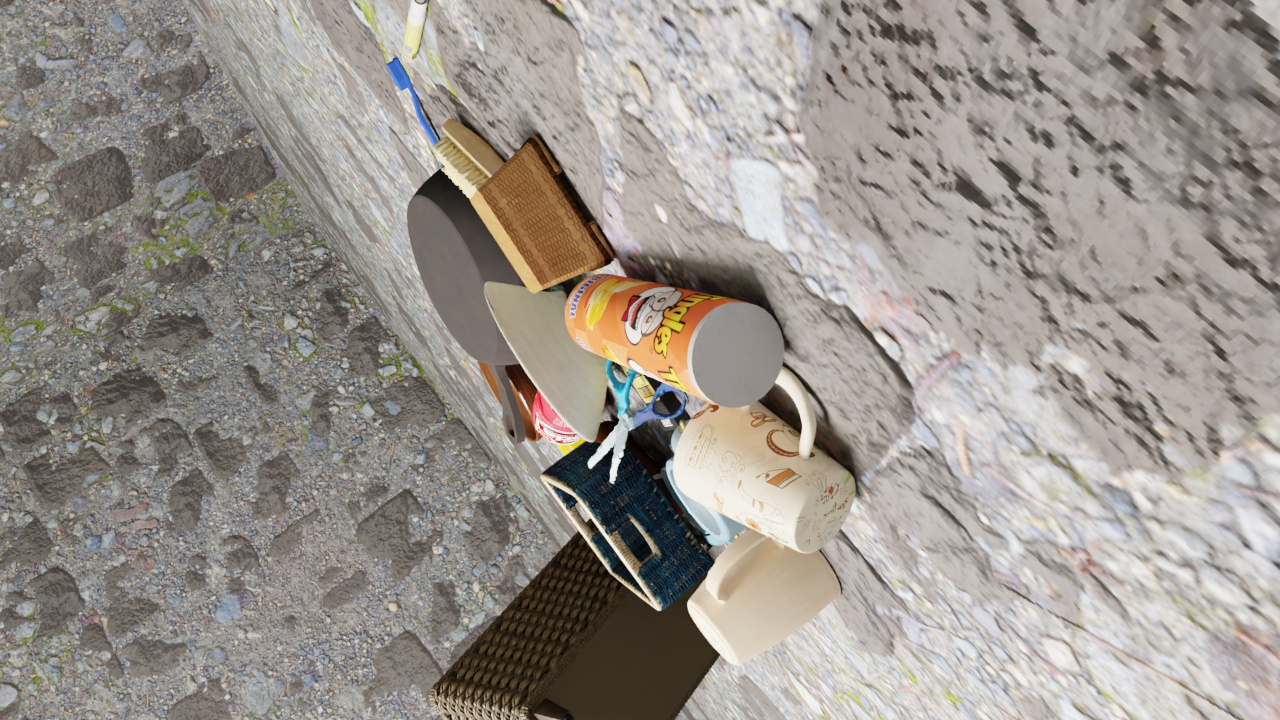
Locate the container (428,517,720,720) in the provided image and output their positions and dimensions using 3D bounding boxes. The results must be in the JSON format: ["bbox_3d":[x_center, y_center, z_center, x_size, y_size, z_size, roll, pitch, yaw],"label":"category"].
[{"bbox_3d":[-0.034,0.333,1.038,0.205,0.320,0.176,-10,117,49],"label":"container"}]

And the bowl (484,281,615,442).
[{"bbox_3d":[-0.070,-0.013,0.848,0.176,0.058,0.176,56,-176,-6],"label":"bowl"}]

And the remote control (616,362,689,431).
[{"bbox_3d":[-0.005,0.005,0.822,0.133,0.013,0.058,55,165,-2],"label":"remote control"}]

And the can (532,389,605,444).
[{"bbox_3d":[-0.084,0.052,1.047,0.074,0.074,0.143,53,165,5],"label":"can"}]

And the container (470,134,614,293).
[{"bbox_3d":[-0.080,-0.107,0.714,0.114,0.061,0.063,57,165,-9],"label":"container"}]

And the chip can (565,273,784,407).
[{"bbox_3d":[0.013,-0.020,0.619,0.062,0.062,0.210,60,164,-21],"label":"chip can"}]

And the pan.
[{"bbox_3d":[-0.183,-0.041,1.034,0.249,0.043,0.357,34,142,44],"label":"pan"}]

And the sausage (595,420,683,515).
[{"bbox_3d":[-0.004,0.120,1.020,0.155,0.040,0.040,41,160,40],"label":"sausage"}]

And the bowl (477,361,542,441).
[{"bbox_3d":[-0.146,0.025,1.181,0.147,0.068,0.147,48,158,26],"label":"bowl"}]

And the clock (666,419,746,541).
[{"bbox_3d":[0.061,0.095,0.745,0.089,0.051,0.125,47,164,31],"label":"clock"}]

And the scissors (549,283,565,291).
[{"bbox_3d":[-0.087,-0.084,0.883,0.119,0.012,0.129,59,166,-21],"label":"scissors"}]

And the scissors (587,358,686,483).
[{"bbox_3d":[-0.004,0.061,0.798,0.086,0.015,0.135,24,113,22],"label":"scissors"}]

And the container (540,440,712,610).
[{"bbox_3d":[-0.019,0.159,0.931,0.145,0.071,0.188,55,166,-9],"label":"container"}]

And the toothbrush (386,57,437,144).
[{"bbox_3d":[-0.215,-0.227,0.959,0.016,0.011,0.187,36,156,50],"label":"toothbrush"}]

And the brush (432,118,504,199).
[{"bbox_3d":[-0.145,-0.166,0.827,0.117,0.039,0.049,48,165,27],"label":"brush"}]

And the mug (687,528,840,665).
[{"bbox_3d":[0.091,0.179,0.734,0.085,0.104,0.111,38,159,44],"label":"mug"}]

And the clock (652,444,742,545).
[{"bbox_3d":[0.062,0.138,0.854,0.123,0.042,0.087,48,164,29],"label":"clock"}]

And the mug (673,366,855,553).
[{"bbox_3d":[0.085,0.058,0.589,0.097,0.080,0.122,30,126,42],"label":"mug"}]

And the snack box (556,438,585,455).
[{"bbox_3d":[-0.040,0.174,1.242,0.200,0.042,0.092,56,165,-6],"label":"snack box"}]

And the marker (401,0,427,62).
[{"bbox_3d":[-0.189,-0.278,0.768,0.014,0.014,0.132,57,165,-9],"label":"marker"}]
